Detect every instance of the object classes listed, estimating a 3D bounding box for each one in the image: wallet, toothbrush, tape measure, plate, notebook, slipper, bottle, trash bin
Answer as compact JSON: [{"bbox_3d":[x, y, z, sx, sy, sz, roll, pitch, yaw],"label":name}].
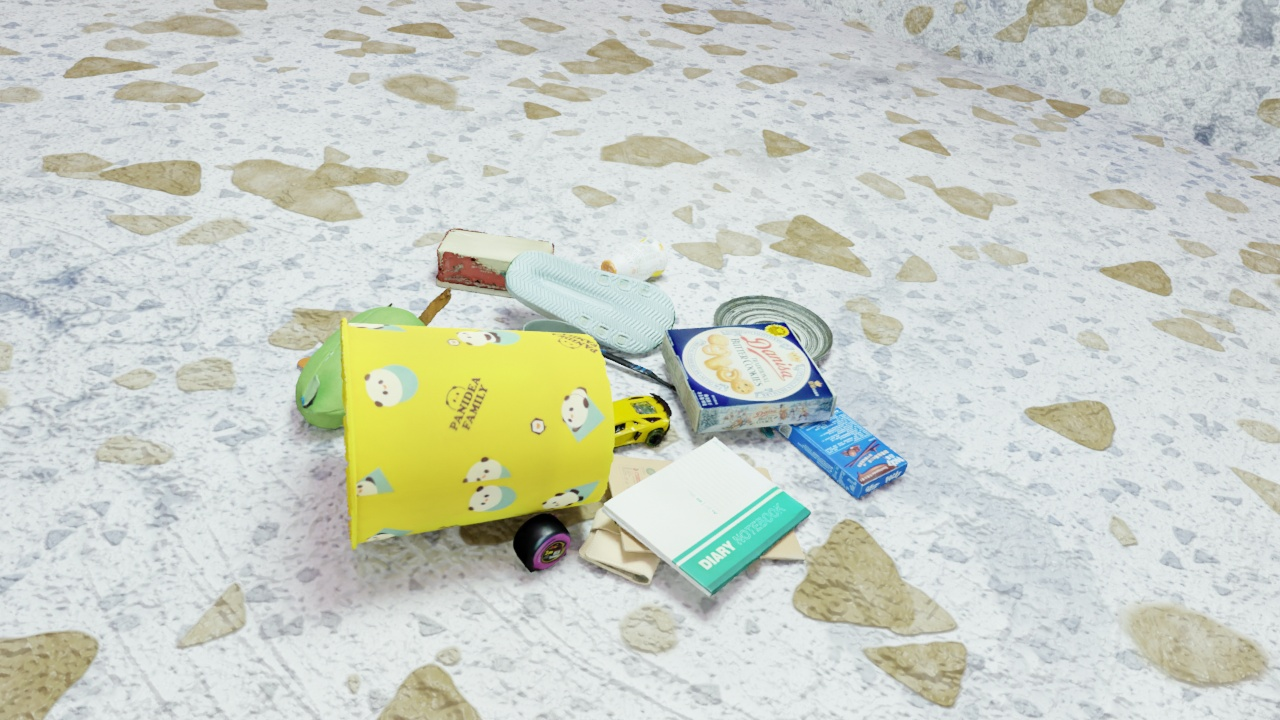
[{"bbox_3d":[-0.011,0.185,0.993,0.087,0.024,0.114,16,37,13],"label":"wallet"},{"bbox_3d":[-0.007,0.007,1.241,0.189,0.016,0.014,24,34,14],"label":"toothbrush"},{"bbox_3d":[-0.102,0.185,0.943,0.057,0.058,0.039,-23,49,-33],"label":"tape measure"},{"bbox_3d":[0.194,-0.041,1.354,0.179,0.024,0.179,6,37,-5],"label":"plate"},{"bbox_3d":[0.078,0.165,1.012,0.150,0.012,0.208,36,36,25],"label":"notebook"},{"bbox_3d":[-0.073,-0.079,1.292,0.245,0.074,0.104,21,77,-4],"label":"slipper"},{"bbox_3d":[-0.011,-0.152,1.430,0.108,0.063,0.063,-22,46,-37],"label":"bottle"},{"bbox_3d":[0.068,0.164,1.027,0.207,0.008,0.147,7,34,-18],"label":"notebook"},{"bbox_3d":[-0.175,0.068,0.951,0.255,0.230,0.229,-2,37,-19],"label":"trash bin"}]

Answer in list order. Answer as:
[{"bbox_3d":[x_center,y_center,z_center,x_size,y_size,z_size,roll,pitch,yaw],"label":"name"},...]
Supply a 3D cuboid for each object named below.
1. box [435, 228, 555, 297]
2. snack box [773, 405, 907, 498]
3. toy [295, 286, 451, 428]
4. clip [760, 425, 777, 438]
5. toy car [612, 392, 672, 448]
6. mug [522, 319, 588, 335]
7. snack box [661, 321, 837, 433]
[{"bbox_3d":[-0.216,-0.151,1.373,0.168,0.077,0.091,8,34,0],"label":"box"},{"bbox_3d":[0.249,0.105,1.157,0.084,0.026,0.157,-19,43,-31],"label":"snack box"},{"bbox_3d":[-0.335,-0.004,1.128,0.227,0.090,0.245,-3,35,31],"label":"toy"},{"bbox_3d":[0.160,0.076,1.185,0.014,0.043,0.056,-3,34,-18],"label":"clip"},{"bbox_3d":[-0.035,0.079,1.121,0.155,0.041,0.071,-12,40,-25],"label":"toy car"},{"bbox_3d":[-0.125,0.016,1.118,0.084,0.103,0.123,31,31,33],"label":"mug"},{"bbox_3d":[0.136,0.017,1.202,0.182,0.046,0.177,-5,35,-12],"label":"snack box"}]
